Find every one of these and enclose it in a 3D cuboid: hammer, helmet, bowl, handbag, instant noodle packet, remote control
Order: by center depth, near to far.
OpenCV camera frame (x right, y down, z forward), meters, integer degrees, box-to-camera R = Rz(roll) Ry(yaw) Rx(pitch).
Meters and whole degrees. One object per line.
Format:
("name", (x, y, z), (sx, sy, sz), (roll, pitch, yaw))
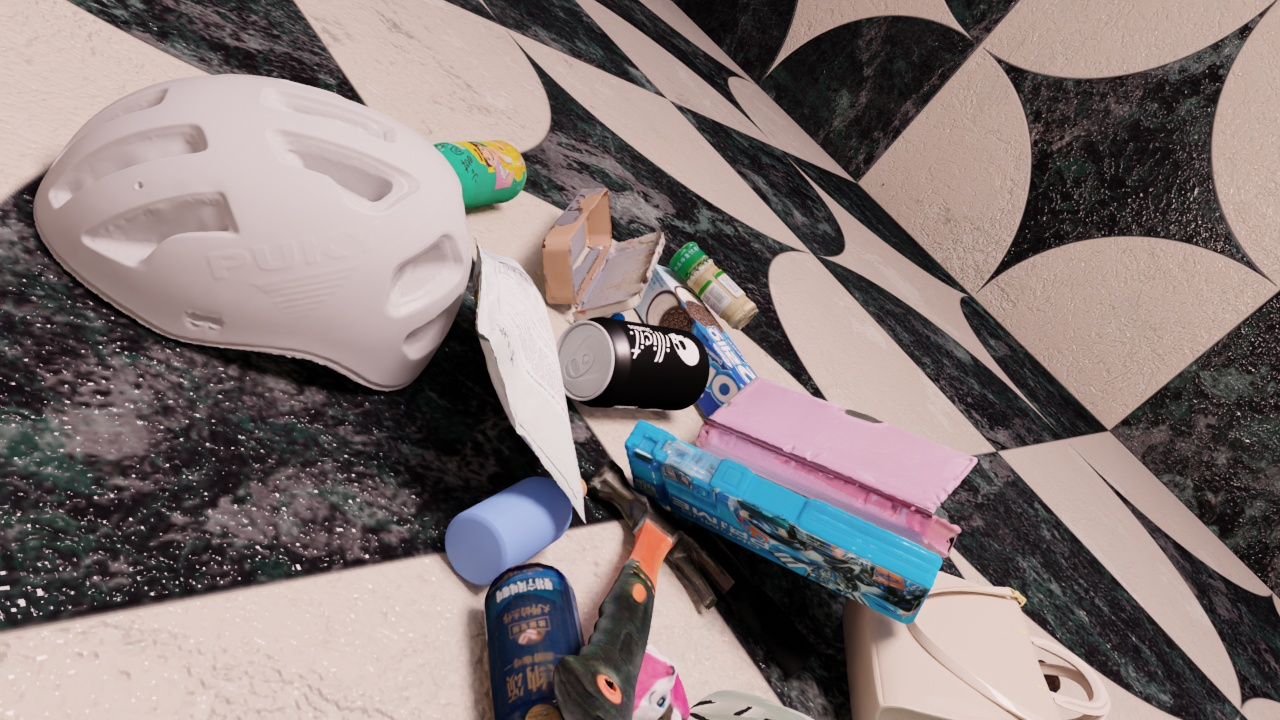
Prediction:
("hammer", (-0.004, 0.146, 0.575), (0.133, 0.033, 0.332), (42, 9, 2))
("bowl", (0.109, 0.271, 0.581), (0.174, 0.068, 0.174), (34, 25, -18))
("helmet", (-0.259, -0.101, 0.648), (0.282, 0.184, 0.224), (9, 30, -15))
("instant noodle packet", (-0.092, -0.002, 0.688), (0.147, 0.057, 0.269), (61, 2, -25))
("handbag", (0.270, 0.252, 0.728), (0.198, 0.101, 0.194), (9, 26, 4))
("remote control", (0.086, 0.188, 0.743), (0.140, 0.021, 0.045), (47, 24, 18))

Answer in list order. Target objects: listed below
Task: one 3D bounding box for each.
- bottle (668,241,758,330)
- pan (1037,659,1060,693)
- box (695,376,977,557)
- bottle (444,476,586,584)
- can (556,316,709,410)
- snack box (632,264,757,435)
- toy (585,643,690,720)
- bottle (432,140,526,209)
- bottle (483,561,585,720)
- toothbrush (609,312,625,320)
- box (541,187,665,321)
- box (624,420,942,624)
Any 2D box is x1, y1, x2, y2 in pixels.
("bottle", (0.082, -0.083, 1.027), (0.110, 0.043, 0.042), (46, 25, 10))
("pan", (0.360, 0.345, 0.839), (0.248, 0.043, 0.355), (48, 26, 17))
("box", (0.175, 0.082, 0.818), (0.233, 0.098, 0.099), (21, -7, 38))
("bottle", (-0.075, 0.105, 0.621), (0.048, 0.048, 0.131), (45, 25, 11))
("can", (-0.005, 0.005, 0.847), (0.145, 0.080, 0.080), (6, 41, -51))
("snack box", (0.063, -0.014, 1.000), (0.059, 0.059, 0.226), (14, 35, -45))
("toy", (0.002, 0.200, 0.577), (0.102, 0.050, 0.065), (24, 24, -42))
("bottle", (-0.190, -0.183, 0.913), (0.068, 0.068, 0.209), (43, 25, 6))
("bottle", (-0.053, 0.188, 0.505), (0.056, 0.056, 0.160), (24, 30, -31))
("toothbrush", (-0.036, -0.025, 0.936), (0.021, 0.016, 0.132), (40, 22, -3))
("box", (-0.047, -0.124, 0.990), (0.108, 0.095, 0.215), (60, 20, -18))
("box", (0.111, 0.133, 0.737), (0.244, 0.063, 0.174), (24, -5, 20))
